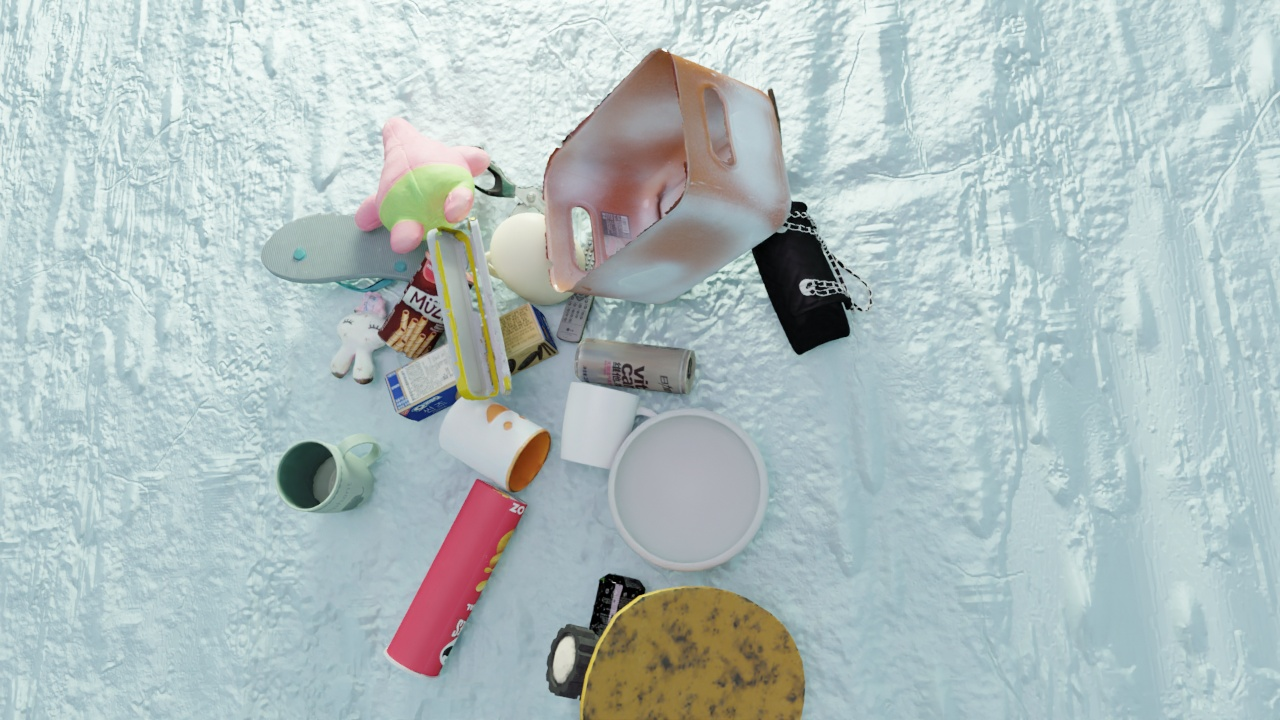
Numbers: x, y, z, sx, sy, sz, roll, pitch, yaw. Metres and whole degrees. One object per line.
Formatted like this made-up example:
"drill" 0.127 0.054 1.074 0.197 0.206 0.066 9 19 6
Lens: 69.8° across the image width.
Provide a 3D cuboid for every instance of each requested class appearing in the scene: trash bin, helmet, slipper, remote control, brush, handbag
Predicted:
"trash bin" 0.025 -0.184 1.000 0.261 0.157 0.181 -33 58 49
"helmet" 0.029 0.324 0.929 0.255 0.131 0.205 21 78 -26
"slipper" -0.355 -0.139 1.202 0.269 0.055 0.098 2 74 3
"remote control" -0.070 -0.087 1.133 0.033 0.013 0.136 13 80 16
"brush" 0.158 -0.249 1.051 0.008 0.143 0.045 -11 66 8
"handbag" 0.192 -0.102 1.016 0.115 0.125 0.153 -19 72 8

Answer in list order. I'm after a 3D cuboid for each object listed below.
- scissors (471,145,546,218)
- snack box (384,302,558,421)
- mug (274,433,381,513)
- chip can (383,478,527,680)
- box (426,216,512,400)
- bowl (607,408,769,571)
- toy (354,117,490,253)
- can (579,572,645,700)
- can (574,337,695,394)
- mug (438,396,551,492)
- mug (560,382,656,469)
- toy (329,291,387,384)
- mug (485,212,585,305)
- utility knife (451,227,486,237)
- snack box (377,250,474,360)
"scissors" -0.138 -0.253 1.192 0.203 0.015 0.201 -46 70 -3
"snack box" -0.206 0.004 1.122 0.207 0.057 0.056 -26 71 7
"mug" -0.361 0.133 1.100 0.111 0.104 0.084 -45 71 0
"chip can" -0.210 0.249 1.054 0.069 0.069 0.220 25 83 18
"box" -0.191 -0.058 1.061 0.070 0.067 0.210 -14 81 6
"bowl" 0.056 0.144 1.017 0.177 0.066 0.176 -3 76 13
"toy" -0.285 -0.230 1.172 0.192 0.097 0.236 -27 54 -2
"can" -0.032 0.305 1.005 0.054 0.054 0.137 9 79 15
"can" -0.006 0.006 1.074 0.136 0.054 0.054 7 78 15
"mug" -0.170 0.094 1.076 0.105 0.082 0.082 28 84 19
"mug" -0.034 0.080 1.058 0.114 0.081 0.087 14 85 -15
"toy" -0.357 -0.030 1.175 0.079 0.038 0.122 8 75 22
"mug" -0.140 -0.125 1.108 0.120 0.099 0.096 -10 70 20
"utility knife" -0.283 -0.178 1.208 0.177 0.015 0.022 7 77 13
"snack box" -0.264 -0.066 1.133 0.072 0.072 0.121 37 98 19
